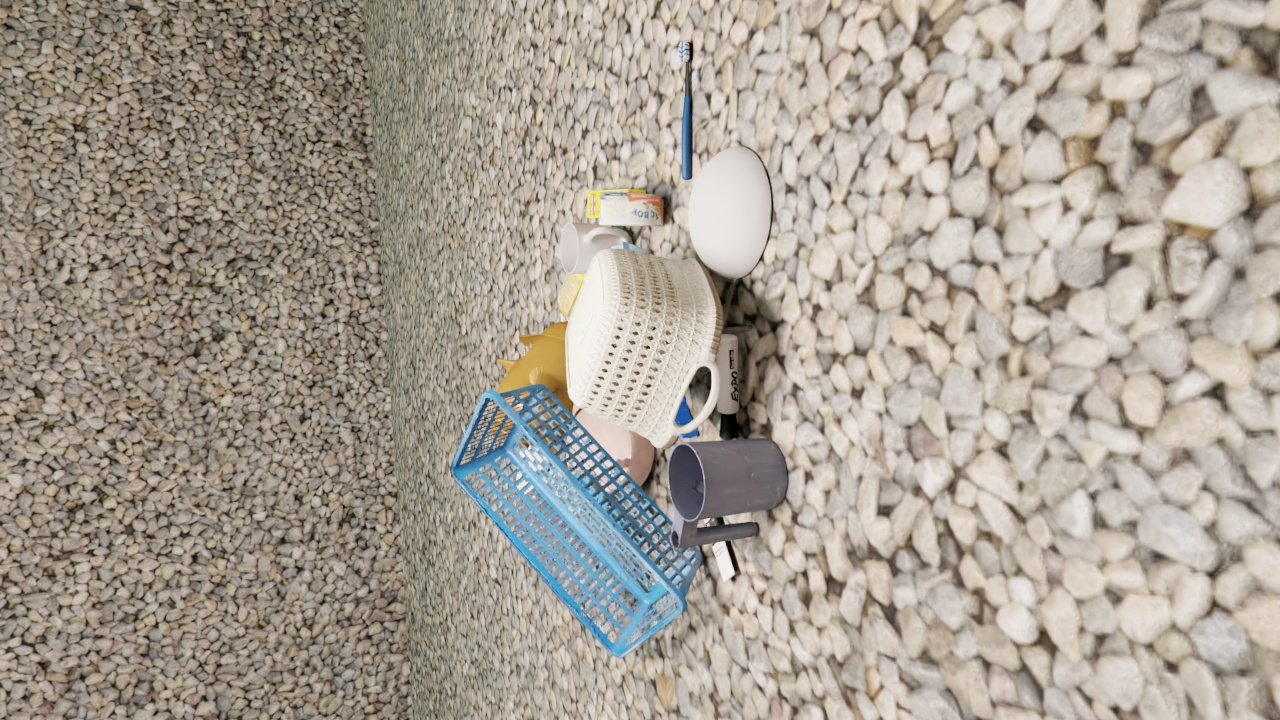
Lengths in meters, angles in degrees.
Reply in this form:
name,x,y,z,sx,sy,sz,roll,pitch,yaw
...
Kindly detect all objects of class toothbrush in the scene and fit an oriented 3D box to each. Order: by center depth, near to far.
name,x,y,z,sx,sy,sz,roll,pitch,yaw
toothbrush,0.056,-0.307,1.131,0.014,0.014,0.168,6,98,53

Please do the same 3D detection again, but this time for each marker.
name,x,y,z,sx,sy,sz,roll,pitch,yaw
marker,0.099,0.034,1.042,0.025,0.025,0.126,-152,56,-61

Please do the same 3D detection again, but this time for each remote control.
name,x,y,z,sx,sy,sz,roll,pitch,yaw
remote control,0.091,0.202,1.103,0.028,0.011,0.124,123,138,-50

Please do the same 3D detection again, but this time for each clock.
name,x,y,z,sx,sy,sz,roll,pitch,yaw
clock,-0.052,0.123,1.277,0.161,0.086,0.131,22,99,49

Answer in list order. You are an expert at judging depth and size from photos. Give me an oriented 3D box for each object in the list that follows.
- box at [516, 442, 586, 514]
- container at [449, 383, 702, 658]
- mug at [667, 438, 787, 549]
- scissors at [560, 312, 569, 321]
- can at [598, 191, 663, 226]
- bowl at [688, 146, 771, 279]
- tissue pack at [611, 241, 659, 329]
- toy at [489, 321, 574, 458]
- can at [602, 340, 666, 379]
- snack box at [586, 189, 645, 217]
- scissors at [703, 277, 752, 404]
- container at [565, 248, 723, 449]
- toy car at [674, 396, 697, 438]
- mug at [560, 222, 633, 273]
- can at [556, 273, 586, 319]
name,x,y,z,sx,sy,sz,roll,pitch,yaw
box,-0.126,0.184,1.485,0.137,0.125,0.109,20,122,19
container,-0.085,0.205,1.220,0.362,0.089,0.258,46,143,9
mug,0.090,0.144,0.993,0.084,0.103,0.124,-138,51,-56
scissors,-0.105,-0.051,1.492,0.128,0.011,0.125,26,117,59
can,-0.012,-0.198,1.200,0.086,0.086,0.043,-162,72,-63
bowl,0.090,-0.167,1.038,0.150,0.043,0.149,177,90,-65
tissue pack,-0.034,-0.067,1.277,0.182,0.070,0.112,125,136,-53
toy,-0.142,0.030,1.390,0.203,0.162,0.199,-63,-1,-18
can,-0.007,0.007,1.232,0.128,0.064,0.064,128,133,-54
snack box,-0.036,-0.224,1.314,0.148,0.028,0.040,-161,71,-63
scissors,0.092,-0.020,1.082,0.141,0.014,0.174,-139,50,-60
container,0.000,-0.025,1.044,0.246,0.143,0.185,-104,33,-64
toy car,0.035,0.076,1.178,0.062,0.033,0.092,-58,42,40
mug,-0.052,-0.163,1.281,0.107,0.089,0.071,147,117,-61
can,-0.080,-0.113,1.372,0.105,0.067,0.067,120,139,-50
